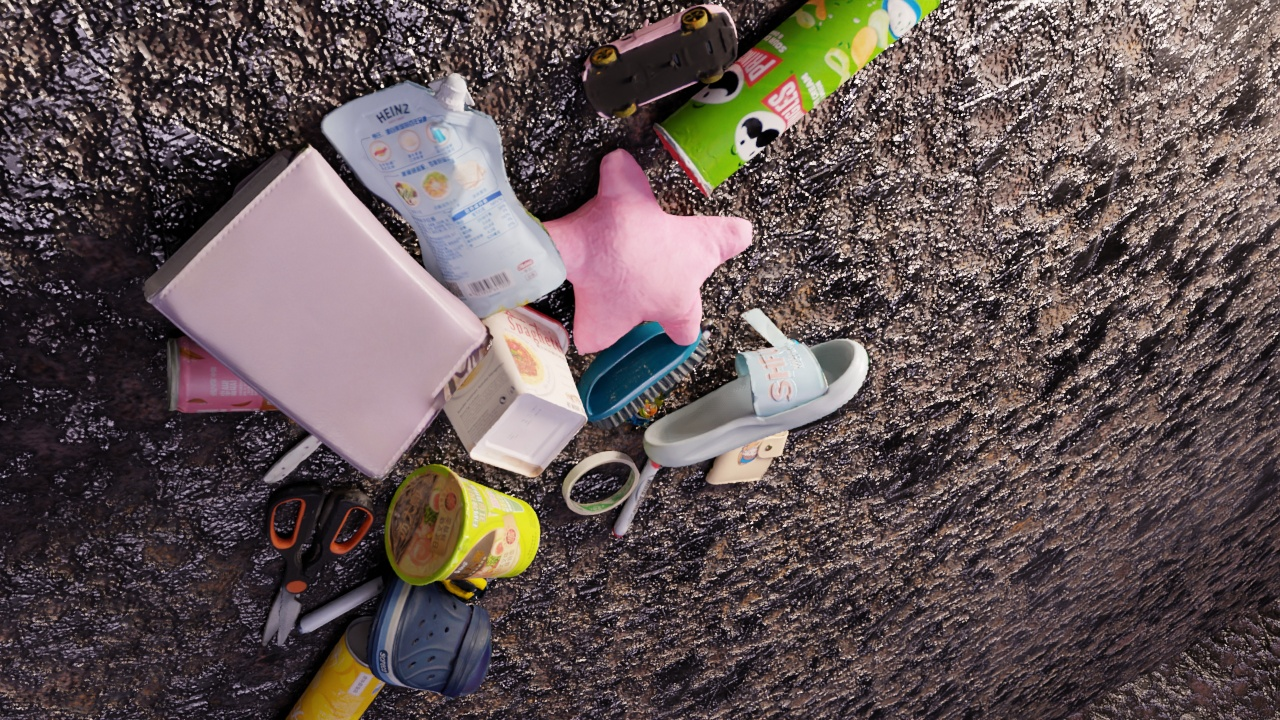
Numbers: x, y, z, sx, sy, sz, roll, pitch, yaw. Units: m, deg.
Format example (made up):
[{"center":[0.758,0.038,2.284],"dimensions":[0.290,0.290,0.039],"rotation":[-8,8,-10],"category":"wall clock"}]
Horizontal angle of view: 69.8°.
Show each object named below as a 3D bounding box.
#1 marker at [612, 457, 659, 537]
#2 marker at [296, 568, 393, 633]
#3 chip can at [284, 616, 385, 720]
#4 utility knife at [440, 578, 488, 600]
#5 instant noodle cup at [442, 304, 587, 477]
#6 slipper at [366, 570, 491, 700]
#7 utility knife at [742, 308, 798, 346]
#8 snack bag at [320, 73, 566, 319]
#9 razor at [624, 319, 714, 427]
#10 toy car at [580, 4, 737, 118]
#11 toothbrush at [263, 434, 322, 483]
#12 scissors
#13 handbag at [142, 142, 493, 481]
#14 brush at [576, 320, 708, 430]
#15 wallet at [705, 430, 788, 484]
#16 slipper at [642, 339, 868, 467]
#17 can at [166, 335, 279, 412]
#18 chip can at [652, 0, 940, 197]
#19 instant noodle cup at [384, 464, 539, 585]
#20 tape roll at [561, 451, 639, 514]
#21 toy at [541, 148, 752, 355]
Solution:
[{"center":[0.000,0.145,1.031],"dimensions":[0.017,0.017,0.145],"rotation":[3,126,-32],"category":"marker"},{"center":[-0.295,0.247,0.954],"dimensions":[0.130,0.018,0.023],"rotation":[-28,147,-5],"category":"marker"},{"center":[-0.338,0.377,1.008],"dimensions":[0.072,0.072,0.214],"rotation":[17,119,-40],"category":"chip can"},{"center":[-0.211,0.225,0.983],"dimensions":[0.033,0.015,0.156],"rotation":[-37,137,1],"category":"utility knife"},{"center":[-0.112,0.024,0.776],"dimensions":[0.116,0.124,0.117],"rotation":[26,113,-43],"category":"instant noodle cup"},{"center":[-0.203,0.302,0.967],"dimensions":[0.095,0.105,0.253],"rotation":[5,149,14],"category":"slipper"},{"center":[0.169,-0.001,0.997],"dimensions":[0.034,0.018,0.225],"rotation":[-42,135,11],"category":"utility knife"},{"center":[-0.137,-0.117,0.677],"dimensions":[0.110,0.038,0.191],"rotation":[-13,129,18],"category":"snack bag"},{"center":[0.032,0.016,0.929],"dimensions":[0.042,0.022,0.143],"rotation":[18,118,-42],"category":"razor"},{"center":[0.013,-0.226,0.687],"dimensions":[0.122,0.037,0.056],"rotation":[-21,135,6],"category":"toy car"},{"center":[-0.261,0.046,0.792],"dimensions":[0.188,0.017,0.016],"rotation":[-40,140,12],"category":"toothbrush"},{"center":[-0.343,0.200,0.885],"dimensions":[0.235,0.021,0.152],"rotation":[-41,130,14],"category":"scissors"},{"center":[-0.219,-0.033,0.648],"dimensions":[0.145,0.098,0.197],"rotation":[-47,120,-9],"category":"handbag"},{"center":[-0.005,0.005,0.872],"dimensions":[0.144,0.055,0.073],"rotation":[-36,139,5],"category":"brush"},{"center":[0.132,0.097,1.060],"dimensions":[0.087,0.024,0.115],"rotation":[-1,128,-31],"category":"wallet"},{"center":[0.110,0.032,0.936],"dimensions":[0.245,0.104,0.074],"rotation":[-24,111,8],"category":"slipper"},{"center":[-0.284,0.010,0.712],"dimensions":[0.147,0.058,0.058],"rotation":[0,128,-30],"category":"can"},{"center":[0.122,-0.231,0.719],"dimensions":[0.236,0.072,0.072],"rotation":[-39,137,6],"category":"chip can"},{"center":[-0.165,0.167,0.898],"dimensions":[0.112,0.111,0.123],"rotation":[-47,143,15],"category":"instant noodle cup"},{"center":[-0.043,0.134,0.998],"dimensions":[0.085,0.014,0.086],"rotation":[-16,135,-17],"category":"tape roll"},{"center":[-0.016,-0.077,0.774],"dimensions":[0.194,0.074,0.179],"rotation":[21,112,-28],"category":"toy"}]
